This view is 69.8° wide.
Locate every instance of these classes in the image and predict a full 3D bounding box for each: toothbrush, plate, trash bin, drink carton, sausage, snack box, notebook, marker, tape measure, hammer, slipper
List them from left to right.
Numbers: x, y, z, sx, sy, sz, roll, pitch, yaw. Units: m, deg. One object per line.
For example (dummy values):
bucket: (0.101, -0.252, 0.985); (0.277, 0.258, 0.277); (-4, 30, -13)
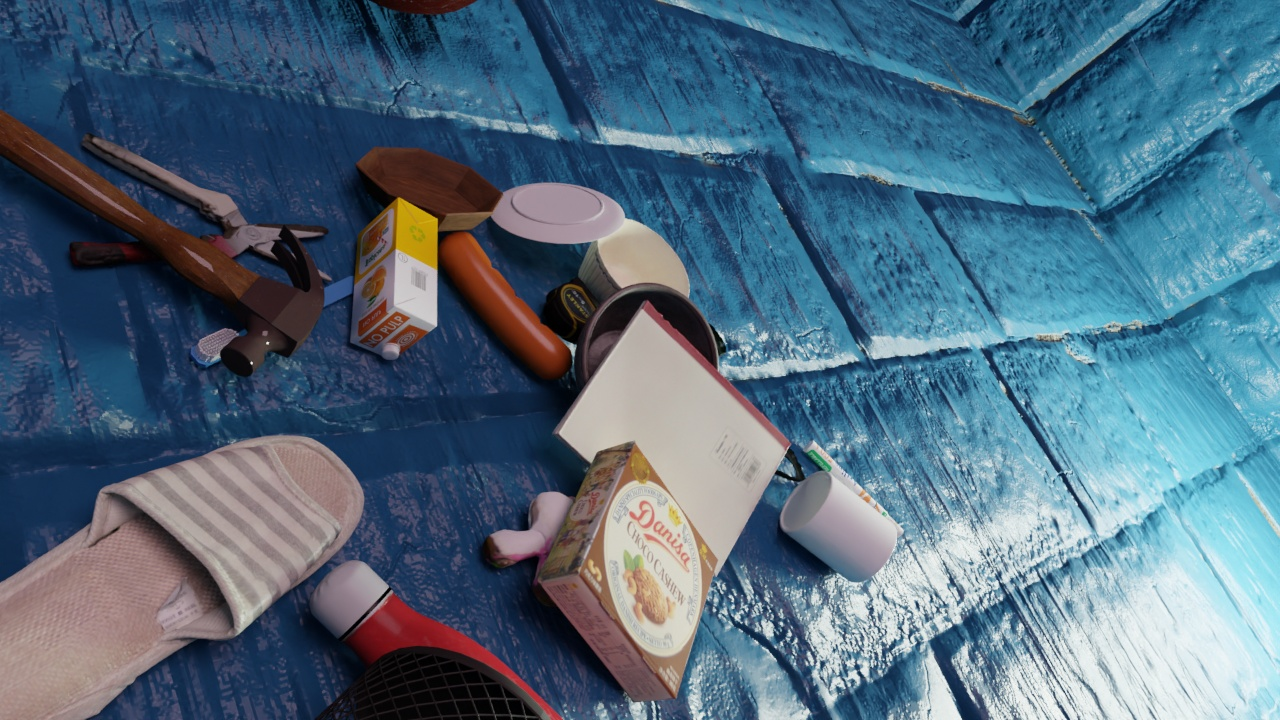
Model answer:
hammer: (-0.367, -0.112, 0.629); (0.323, 0.033, 0.115); (36, 42, -15)
slipper: (-0.274, 0.121, 0.533); (0.114, 0.054, 0.271); (47, 39, 7)
toothbrush: (-0.268, -0.035, 0.697); (0.016, 0.014, 0.166); (48, 38, 0)
trash bin: (-0.139, 0.264, 0.446); (0.184, 0.185, 0.209); (46, 33, -3)
drink carton: (-0.199, -0.064, 0.745); (0.040, 0.059, 0.122); (28, 42, -40)
plate: (-0.191, -0.153, 0.829); (0.131, 0.025, 0.131); (18, 29, -11)
sausage: (-0.123, -0.048, 0.824); (0.164, 0.039, 0.044); (49, 38, 1)
plate: (-0.083, -0.153, 0.915); (0.134, 0.011, 0.134); (4, 34, -3)
tape measure: (-0.064, -0.045, 0.882); (0.061, 0.034, 0.061); (51, 36, 5)
snack box: (-0.004, 0.163, 0.721); (0.143, 0.041, 0.146); (57, 33, -23)
notebook: (0.037, 0.070, 0.819); (0.208, 0.012, 0.152); (44, 65, -22)
marker: (0.237, 0.144, 1.021); (0.145, 0.017, 0.017); (44, 39, -5)

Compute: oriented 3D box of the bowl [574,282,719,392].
bowl: (-0.005, 0.005, 0.846); (0.144, 0.067, 0.145); (3, 84, -32)

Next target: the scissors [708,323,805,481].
scissors: (0.090, 0.036, 0.957); (0.201, 0.015, 0.204); (32, 35, -16)

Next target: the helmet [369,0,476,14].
helmet: (-0.219, -0.485, 0.928); (0.234, 0.254, 0.232); (18, 26, 1)

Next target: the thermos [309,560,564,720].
thermos: (-0.113, 0.220, 0.582); (0.240, 0.073, 0.073); (45, 38, -3)

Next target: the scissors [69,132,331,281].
scissors: (-0.338, -0.107, 0.691); (0.179, 0.015, 0.198); (49, 38, 1)

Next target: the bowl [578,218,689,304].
bowl: (-0.013, -0.081, 0.936); (0.115, 0.063, 0.115); (25, 44, -27)

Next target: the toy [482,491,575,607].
toy: (-0.063, 0.143, 0.723); (0.079, 0.038, 0.122); (49, 39, 11)

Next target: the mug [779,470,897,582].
mug: (0.197, 0.161, 0.936); (0.090, 0.074, 0.110); (38, 14, -13)
